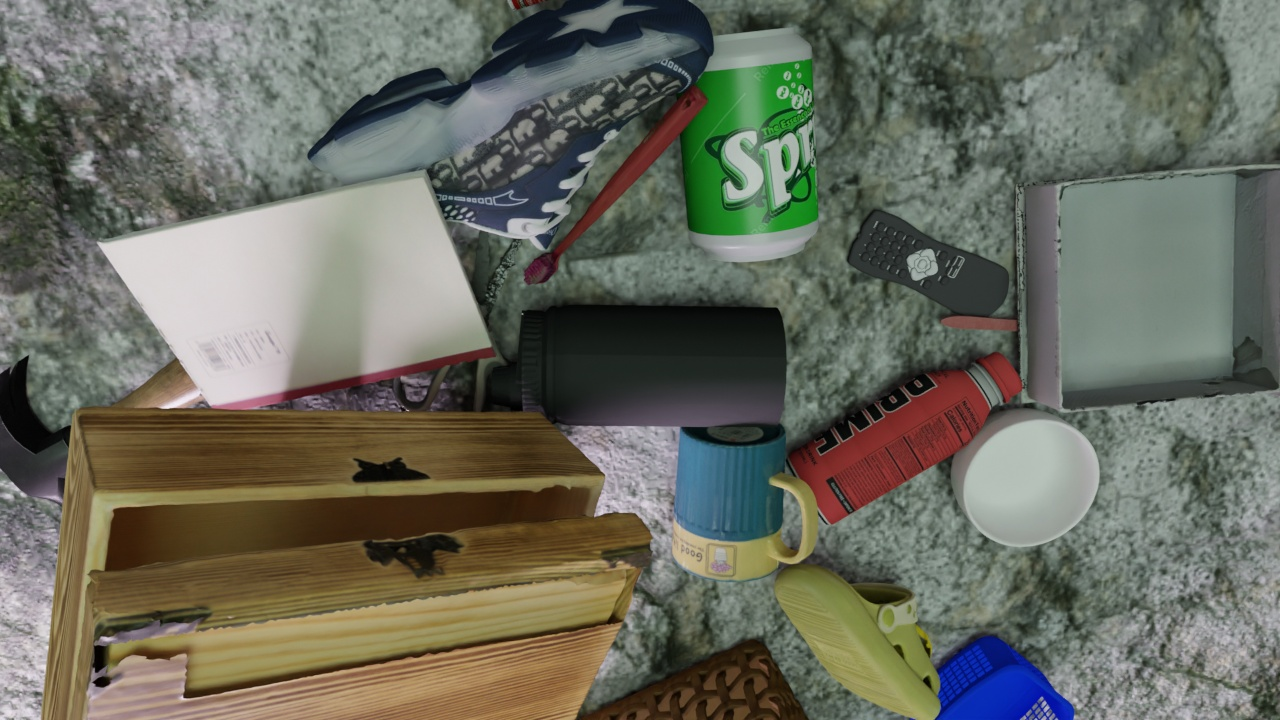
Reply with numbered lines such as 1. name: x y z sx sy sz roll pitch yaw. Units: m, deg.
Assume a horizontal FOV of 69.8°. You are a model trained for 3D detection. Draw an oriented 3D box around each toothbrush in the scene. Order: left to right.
1. toothbrush: -0.022 -0.109 0.607 0.016 0.016 0.190 51 126 3
2. toothbrush: 0.314 -0.025 0.685 0.184 0.015 0.015 2 109 -5

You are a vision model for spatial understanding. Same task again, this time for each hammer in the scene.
1. hammer: -0.329 0.008 0.667 0.305 0.040 0.132 -29 111 7

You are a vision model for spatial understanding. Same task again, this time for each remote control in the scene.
1. remote control: 0.214 -0.068 0.673 0.124 0.009 0.046 22 107 -9

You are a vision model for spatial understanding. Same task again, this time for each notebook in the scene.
1. notebook: -0.217 -0.038 0.606 0.209 0.012 0.153 -11 131 3

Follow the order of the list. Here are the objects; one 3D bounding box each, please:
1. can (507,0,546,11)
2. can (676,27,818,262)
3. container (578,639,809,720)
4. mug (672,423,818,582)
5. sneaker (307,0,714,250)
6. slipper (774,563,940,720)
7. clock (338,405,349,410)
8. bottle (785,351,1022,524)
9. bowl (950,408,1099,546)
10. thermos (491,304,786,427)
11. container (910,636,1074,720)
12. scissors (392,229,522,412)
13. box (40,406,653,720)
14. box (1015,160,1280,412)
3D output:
1. can: -0.034 -0.271 0.554 0.116 0.086 0.087 -15 109 3
2. can: 0.070 -0.141 0.602 0.088 0.087 0.140 -6 109 0
3. container: 0.067 0.416 0.724 0.220 0.214 0.251 -27 108 7
4. mug: 0.079 0.102 0.678 0.114 0.083 0.107 15 110 38
5. sneaker: -0.070 -0.134 0.587 0.270 0.103 0.132 -16 123 20
6. slipper: 0.180 0.212 0.739 0.190 0.092 0.081 50 61 -25
7. clock: -0.253 0.104 0.633 0.073 0.160 0.125 15 107 -8
8. bottle: 0.199 0.053 0.686 0.177 0.062 0.062 -33 107 9
9. bowl: 0.289 0.085 0.705 0.105 0.054 0.105 -1 107 -3
10. thermos: -0.004 0.004 0.649 0.198 0.086 0.086 1 109 -2
11. container: 0.290 0.294 0.774 0.096 0.058 0.114 39 103 -14
12. scissors: -0.129 -0.020 0.674 0.154 0.012 0.163 -19 110 3
13. box: -0.172 0.165 0.520 0.278 0.168 0.245 2 116 -39
14. box: 0.500 -0.054 0.589 0.479 0.119 0.166 -2 100 21
